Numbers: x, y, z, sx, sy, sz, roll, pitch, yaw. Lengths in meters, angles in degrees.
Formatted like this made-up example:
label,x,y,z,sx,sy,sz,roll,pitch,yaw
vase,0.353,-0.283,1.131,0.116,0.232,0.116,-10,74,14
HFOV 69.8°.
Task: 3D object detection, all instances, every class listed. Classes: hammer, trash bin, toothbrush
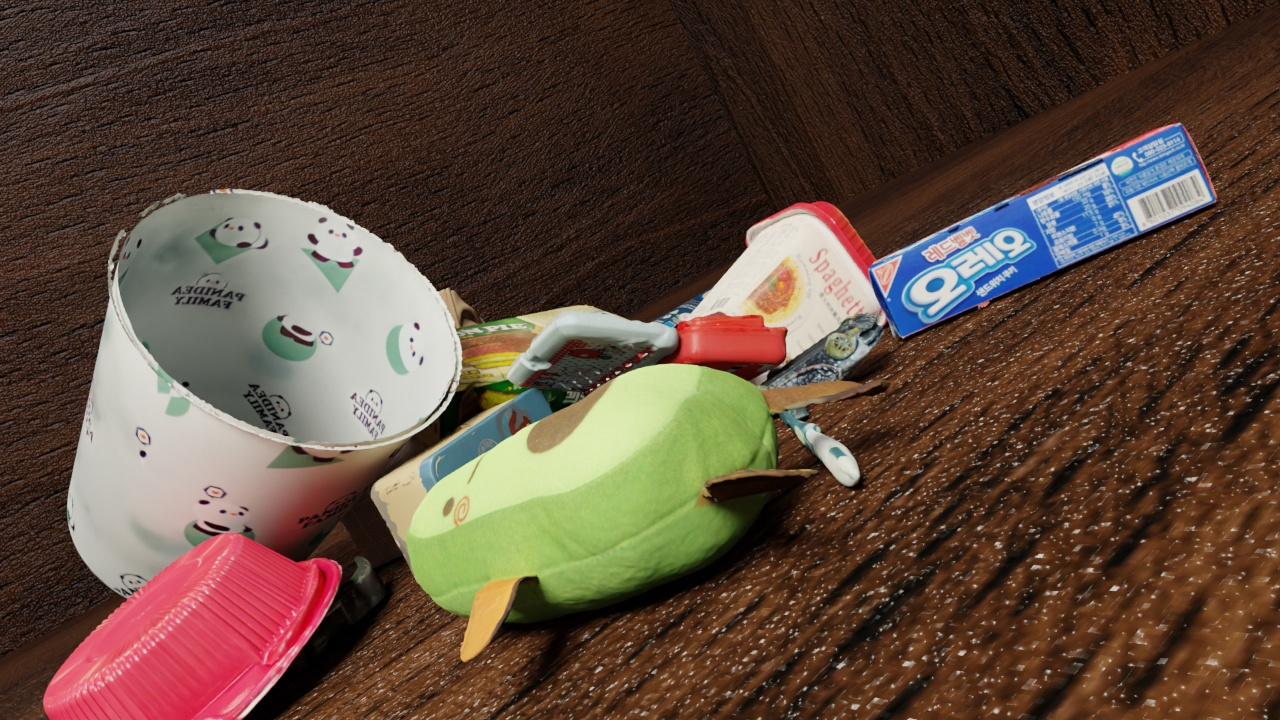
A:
label,x,y,z,sx,sy,sz,roll,pitch,yaw
hammer,-0.318,0.221,0.684,0.324,0.032,0.126,-25,6,24
trash bin,-0.289,0.045,0.673,0.253,0.229,0.228,-50,-8,33
toothbrush,0.093,0.039,0.482,0.018,0.016,0.191,-17,5,1

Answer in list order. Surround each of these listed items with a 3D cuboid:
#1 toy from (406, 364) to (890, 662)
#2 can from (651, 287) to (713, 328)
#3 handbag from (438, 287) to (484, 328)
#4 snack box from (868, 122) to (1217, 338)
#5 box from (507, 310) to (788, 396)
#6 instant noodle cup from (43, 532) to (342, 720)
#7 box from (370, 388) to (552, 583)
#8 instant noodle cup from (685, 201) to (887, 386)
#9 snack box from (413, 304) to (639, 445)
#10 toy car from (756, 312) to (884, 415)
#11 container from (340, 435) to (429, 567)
label,x,y,z,sx,sy,sz,roll,pitch,yaw
toy,-0.015,0.059,0.417,0.247,0.090,0.226,-25,8,30
can,0.056,-0.021,0.901,0.111,0.075,0.075,-31,6,-31
handbag,-0.184,0.030,0.958,0.099,0.204,0.148,-17,-9,-6
snack box,0.256,-0.083,0.609,0.208,0.057,0.058,-26,3,20
box,-0.004,0.004,0.646,0.157,0.038,0.201,1,-12,-17
instant noodle cup,-0.277,0.171,0.551,0.194,0.066,0.193,-33,18,12
box,-0.110,0.087,0.636,0.060,0.090,0.184,-24,9,21
instant noodle cup,0.109,-0.042,0.711,0.124,0.116,0.117,-41,10,-20
snack box,-0.102,0.008,0.811,0.239,0.063,0.114,-15,28,-41
toy car,0.111,0.007,0.591,0.106,0.031,0.048,-36,-1,32
container,-0.198,0.115,0.806,0.111,0.090,0.089,-29,5,14
